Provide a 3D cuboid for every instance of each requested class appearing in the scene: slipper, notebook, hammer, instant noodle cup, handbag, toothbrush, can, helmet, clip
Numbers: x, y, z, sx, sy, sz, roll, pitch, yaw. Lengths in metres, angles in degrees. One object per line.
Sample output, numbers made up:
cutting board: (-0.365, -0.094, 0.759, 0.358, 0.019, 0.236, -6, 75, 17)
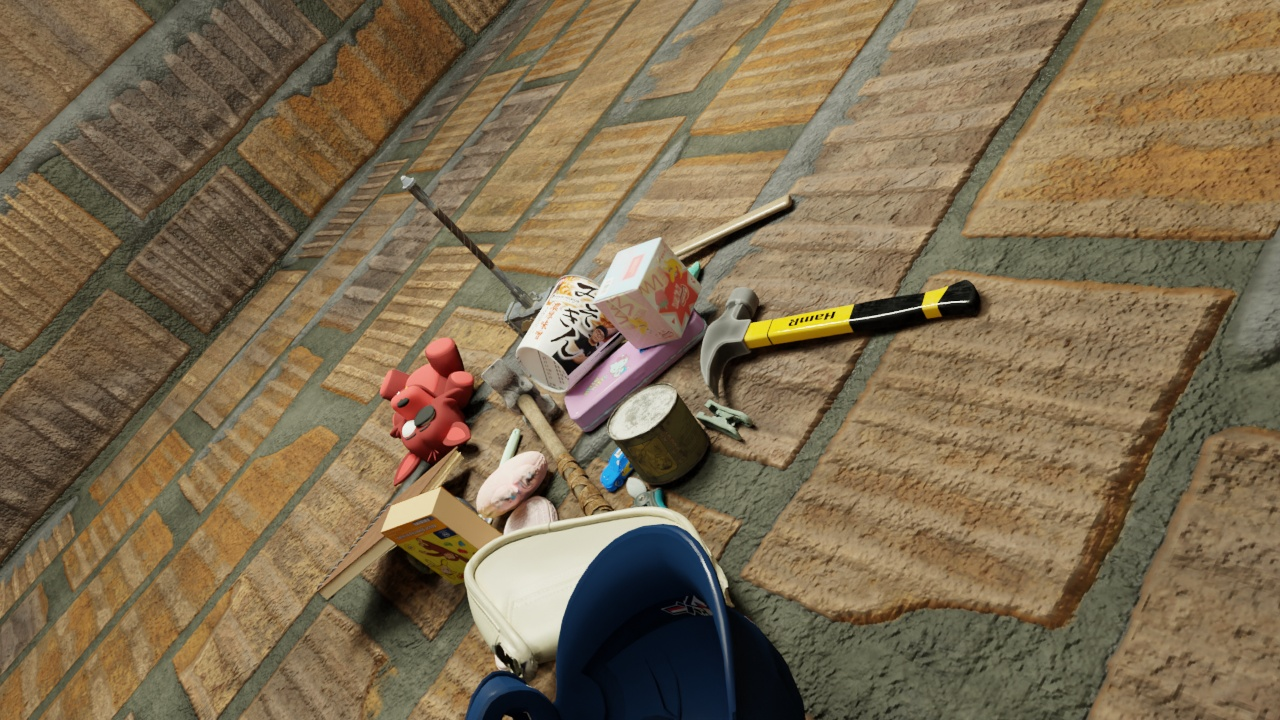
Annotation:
slipper: (-0.135, 0.235, 1.034, 0.094, 0.064, 0.238, -33, 31, 17)
notebook: (-0.333, 0.217, 1.235, 0.168, 0.024, 0.225, -39, 10, 24)
hammer: (-0.104, 0.108, 1.129, 0.049, 0.121, 0.318, -43, 39, 0)
instant noodle cup: (-0.097, -0.029, 1.230, 0.124, 0.123, 0.121, -3, 41, 47)
handbag: (-0.037, 0.235, 0.866, 0.229, 0.132, 0.184, -20, 19, -6)
toothbrush: (-0.189, 0.155, 1.236, 0.022, 0.015, 0.154, 10, 51, 8)
can: (0.020, 0.082, 1.019, 0.090, 0.074, 0.089, -27, 27, 15)
hammer: (0.204, -0.038, 0.997, 0.325, 0.034, 0.169, -10, 39, 38)
helmet: (0.013, 0.258, 0.674, 0.233, 0.222, 0.272, -15, 71, 55)
hammer: (0.060, -0.160, 1.298, 0.332, 0.031, 0.119, -24, 19, 25)
clip: (0.093, 0.066, 1.015, 0.044, 0.023, 0.076, -52, 30, -10)
hammer: (-0.238, -0.156, 1.367, 0.099, 0.322, 0.044, -17, 40, 36)

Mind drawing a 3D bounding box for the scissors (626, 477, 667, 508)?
scissors: (0.008, 0.169, 0.989, 0.137, 0.019, 0.137, -5, 41, 38)

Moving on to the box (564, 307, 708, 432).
box: (-0.007, 0.007, 1.189, 0.214, 0.033, 0.076, -40, 30, 6)

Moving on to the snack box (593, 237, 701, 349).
snack box: (0.011, -0.083, 1.150, 0.080, 0.095, 0.092, -13, 40, 41)

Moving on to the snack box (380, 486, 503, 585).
snack box: (-0.233, 0.214, 1.109, 0.088, 0.126, 0.040, -23, 37, 31)

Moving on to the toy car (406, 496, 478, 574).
toy car: (-0.258, 0.229, 1.200, 0.105, 0.048, 0.033, -50, -1, -13)

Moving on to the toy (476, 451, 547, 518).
toy: (-0.159, 0.156, 1.144, 0.108, 0.053, 0.105, -41, 7, -13)

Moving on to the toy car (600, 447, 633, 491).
toy car: (-0.026, 0.100, 1.070, 0.092, 0.062, 0.033, -48, 31, -6)

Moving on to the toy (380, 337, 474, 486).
toy: (-0.323, 0.077, 1.396, 0.159, 0.120, 0.197, -30, 42, 17)

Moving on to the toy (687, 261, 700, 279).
toy: (0.031, -0.099, 1.275, 0.105, 0.033, 0.084, -13, 32, 42)
